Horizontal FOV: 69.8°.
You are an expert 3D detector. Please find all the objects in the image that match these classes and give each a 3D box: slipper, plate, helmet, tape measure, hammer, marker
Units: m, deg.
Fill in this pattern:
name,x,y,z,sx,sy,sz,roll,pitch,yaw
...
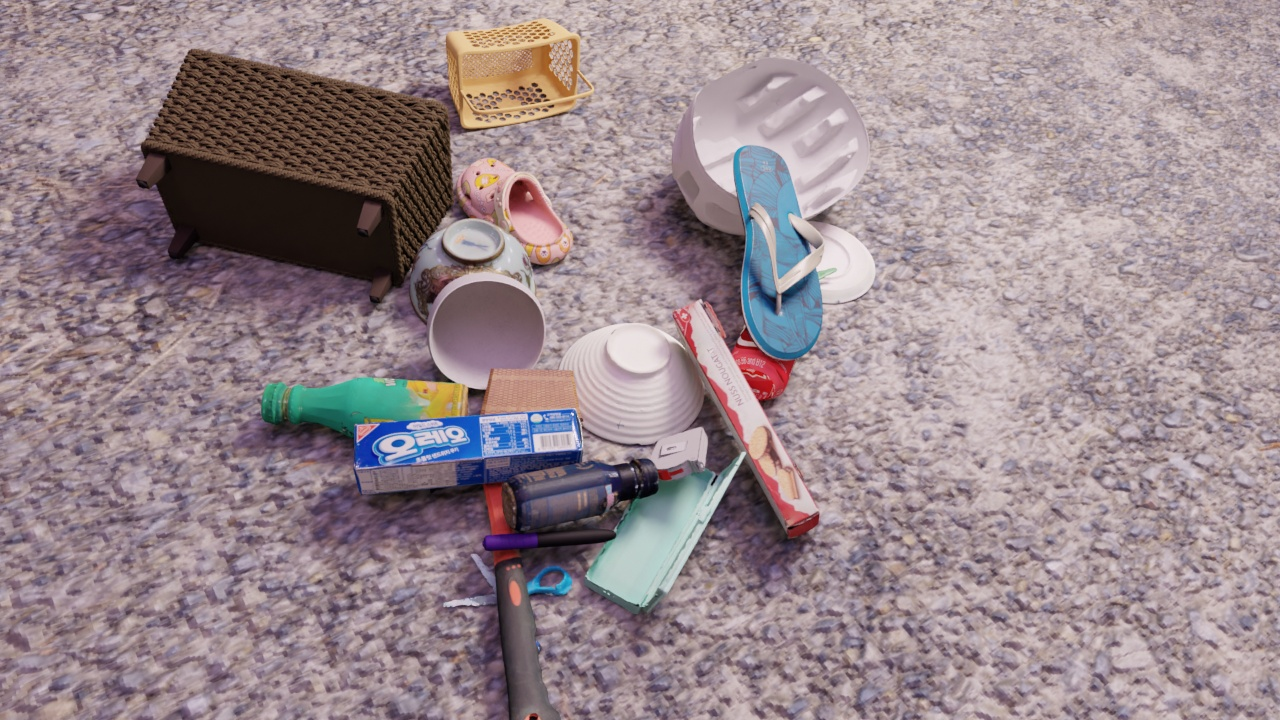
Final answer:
name,x,y,z,sx,sy,sz,roll,pitch,yaw
slipper,0.171,-0.140,1.093,0.118,0.060,0.294,8,65,-29
plate,0.248,-0.141,1.262,0.157,0.014,0.156,4,52,-6
helmet,0.175,-0.289,1.246,0.282,0.184,0.224,-34,92,-11
tape measure,0.041,0.100,0.979,0.062,0.020,0.060,-18,27,19
hammer,-0.128,0.211,0.896,0.133,0.033,0.332,-6,48,-14
slipper,-0.167,-0.207,1.203,0.093,0.082,0.197,-32,66,-28
marker,-0.089,0.176,0.905,0.133,0.015,0.018,0,21,-18

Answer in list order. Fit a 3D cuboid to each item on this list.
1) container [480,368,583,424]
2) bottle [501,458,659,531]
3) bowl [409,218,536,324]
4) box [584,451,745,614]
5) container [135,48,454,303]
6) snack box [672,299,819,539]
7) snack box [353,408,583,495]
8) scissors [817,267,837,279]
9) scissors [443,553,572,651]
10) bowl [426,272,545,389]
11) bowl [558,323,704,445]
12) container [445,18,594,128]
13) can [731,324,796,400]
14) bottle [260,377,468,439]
name,x,y,z,sx,sy,sz,roll,pitch,yaw
container,-0.121,0.042,1.010,0.114,0.063,0.061,1,85,-9
bottle,-0.059,0.131,0.926,0.160,0.056,0.056,-9,54,-25
bowl,-0.203,-0.115,1.114,0.160,0.094,0.159,5,51,-6
box,0.026,0.162,0.943,0.078,0.110,0.186,37,56,-3
container,-0.414,-0.212,1.109,0.321,0.177,0.204,12,54,0
snack box,0.115,0.061,1.008,0.044,0.077,0.272,-27,68,-1
snack box,-0.174,0.092,0.938,0.226,0.060,0.059,-4,53,-12
scissors,0.207,-0.095,1.207,0.127,0.012,0.121,-19,64,-8
scissors,-0.129,0.240,0.898,0.127,0.014,0.128,-1,50,-9
bowl,-0.177,-0.038,1.046,0.131,0.132,0.064,-5,21,-13
bowl,-0.006,0.006,1.067,0.177,0.071,0.177,5,51,-6
container,-0.178,-0.404,1.325,0.183,0.129,0.167,-17,50,-22
can,0.157,-0.021,1.114,0.074,0.075,0.142,22,52,8
bottle,-0.293,0.052,0.984,0.209,0.068,0.068,4,52,-7
